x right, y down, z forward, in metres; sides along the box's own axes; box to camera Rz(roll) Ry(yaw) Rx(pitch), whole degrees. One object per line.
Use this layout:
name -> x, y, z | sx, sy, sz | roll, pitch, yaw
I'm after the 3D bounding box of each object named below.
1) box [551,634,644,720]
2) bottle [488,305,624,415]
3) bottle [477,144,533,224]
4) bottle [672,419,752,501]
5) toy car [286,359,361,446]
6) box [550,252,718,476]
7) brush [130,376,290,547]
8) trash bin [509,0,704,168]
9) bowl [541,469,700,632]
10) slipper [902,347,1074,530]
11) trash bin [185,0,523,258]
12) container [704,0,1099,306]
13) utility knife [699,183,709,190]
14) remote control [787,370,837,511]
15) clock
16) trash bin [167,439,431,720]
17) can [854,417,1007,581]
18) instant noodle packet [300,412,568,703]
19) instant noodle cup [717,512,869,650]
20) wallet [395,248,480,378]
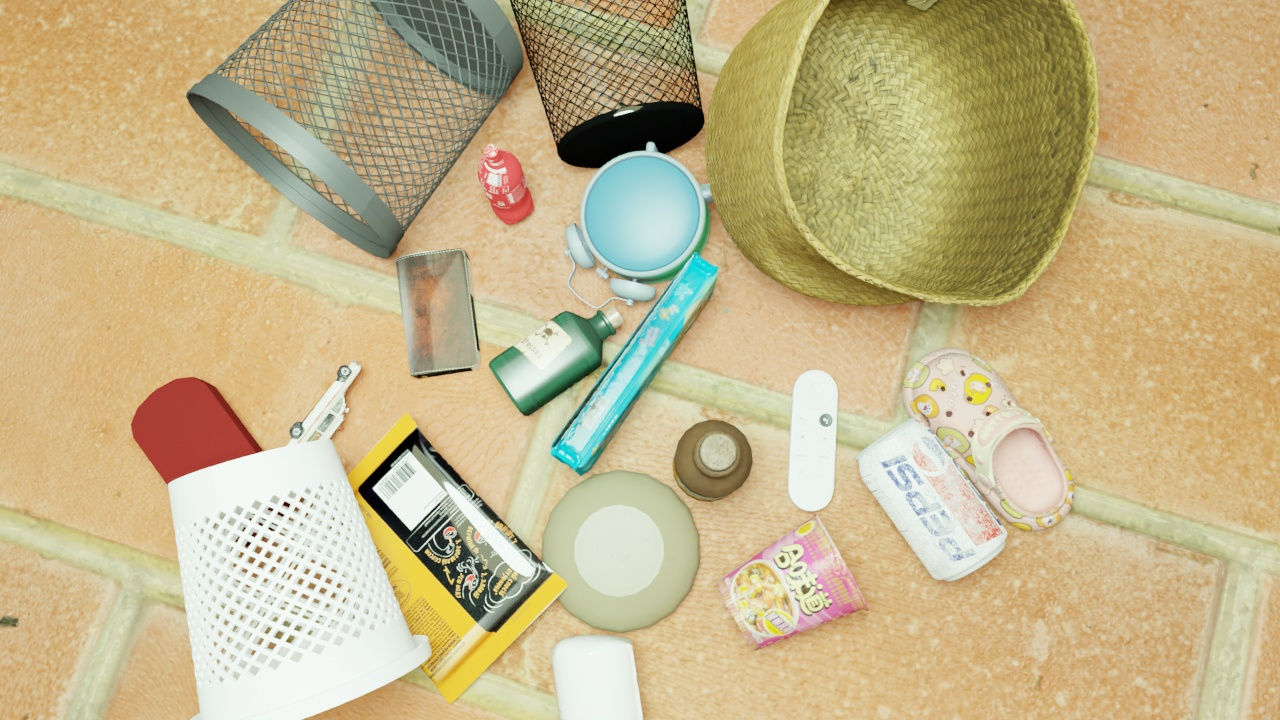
box -> -0.003, 0.310, 0.811 | 0.141, 0.083, 0.140 | -6, 80, -6
bottle -> -0.074, -0.008, 0.880 | 0.131, 0.061, 0.061 | -35, 83, -6
bottle -> -0.130, -0.170, 0.871 | 0.042, 0.141, 0.042 | 0, 79, 1
bottle -> 0.064, 0.088, 0.811 | 0.068, 0.157, 0.067 | 0, 79, 1
toy car -> -0.302, 0.052, 0.887 | 0.039, 0.039, 0.113 | 39, 81, -13
box -> -0.006, 0.005, 0.860 | 0.041, 0.094, 0.226 | 35, 82, 5
brush -> -0.405, 0.098, 0.876 | 0.082, 0.042, 0.173 | -39, 81, -6
trash bin -> -0.032, -0.311, 0.886 | 0.184, 0.184, 0.210 | -13, 85, -2
bowl -> -0.019, 0.176, 0.849 | 0.152, 0.050, 0.152 | 0, 79, 1
slipper -> 0.333, 0.068, 0.850 | 0.093, 0.081, 0.197 | -39, 83, -7
trash bin -> -0.252, -0.253, 0.859 | 0.218, 0.218, 0.227 | 34, 77, 7
container -> 0.214, -0.198, 0.808 | 0.306, 0.197, 0.307 | -2, 97, -20
utility knife -> 0.114, -0.183, 0.936 | 0.126, 0.015, 0.022 | -10, 80, 2
remote control -> 0.166, 0.077, 0.885 | 0.043, 0.013, 0.136 | 5, 79, 2
clock -> -0.007, -0.123, 0.900 | 0.122, 0.075, 0.161 | 40, 95, 7
trash bin -> -0.299, 0.181, 0.769 | 0.195, 0.195, 0.199 | -17, 86, -2
can -> 0.264, 0.127, 0.840 | 0.078, 0.078, 0.136 | -34, 80, -5
instant noodle packet -> -0.198, 0.183, 0.852 | 0.221, 0.032, 0.160 | 45, 97, 8
instant noodle cup -> 0.133, 0.205, 0.825 | 0.108, 0.097, 0.097 | -29, 80, 4
wallet -> -0.201, -0.048, 0.911 | 0.072, 0.019, 0.123 | -9, 79, -1
